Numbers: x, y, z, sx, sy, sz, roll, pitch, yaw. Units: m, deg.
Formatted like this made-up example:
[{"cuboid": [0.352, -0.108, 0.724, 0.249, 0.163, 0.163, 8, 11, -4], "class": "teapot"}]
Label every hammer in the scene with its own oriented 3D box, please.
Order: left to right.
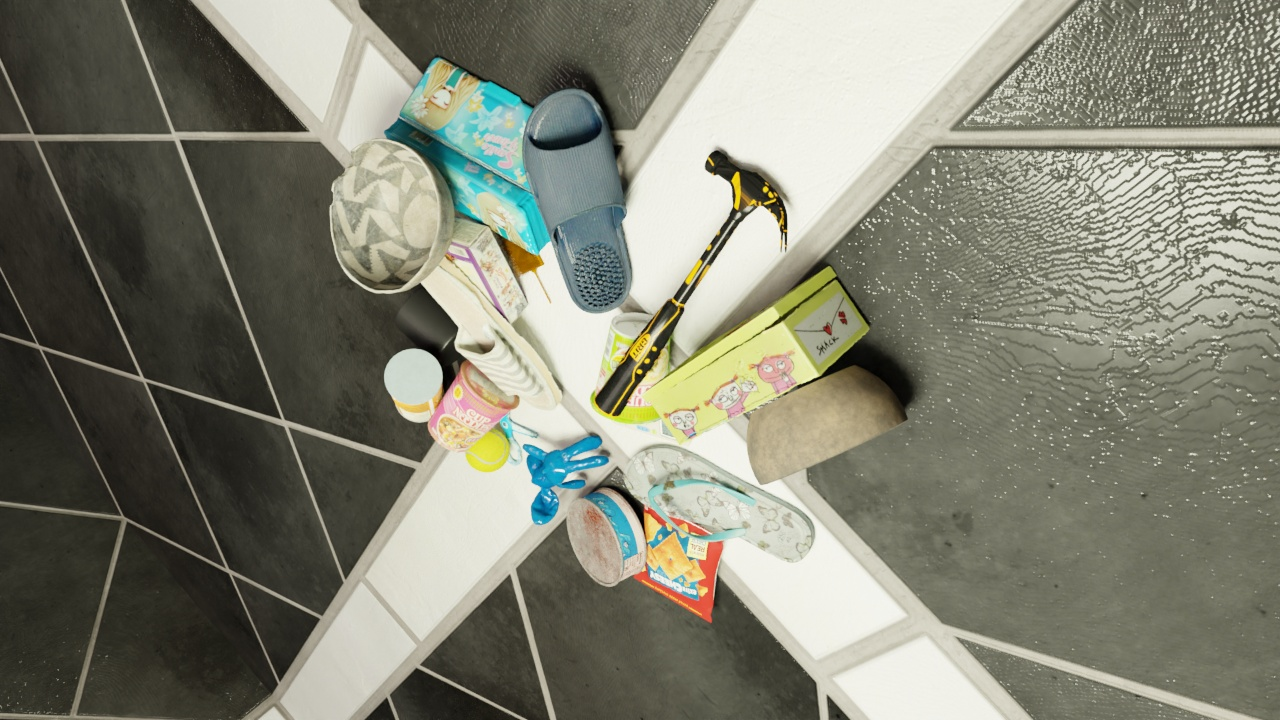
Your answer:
[{"cuboid": [0.042, -0.059, 0.976, 0.123, 0.036, 0.321, 45, 119, 22], "class": "hammer"}]

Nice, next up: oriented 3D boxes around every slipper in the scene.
[{"cuboid": [-0.205, -0.029, 1.205, 0.115, 0.053, 0.272, 1, 134, 55], "class": "slipper"}, {"cuboid": [-0.063, -0.159, 1.004, 0.082, 0.101, 0.264, -112, 9, -59], "class": "slipper"}, {"cuboid": [0.085, 0.177, 1.140, 0.269, 0.054, 0.098, 17, 114, 28], "class": "slipper"}]

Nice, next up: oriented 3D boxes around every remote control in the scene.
[{"cuboid": [0.012, 0.077, 1.166, 0.126, 0.018, 0.038, 15, 125, 32], "class": "remote control"}]

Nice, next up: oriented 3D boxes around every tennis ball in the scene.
[{"cuboid": [-0.225, 0.132, 1.349, 0.065, 0.065, 0.065, 21, 128, 29], "class": "tennis ball"}]

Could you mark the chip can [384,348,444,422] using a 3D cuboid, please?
[{"cuboid": [-0.319, 0.040, 1.308, 0.075, 0.075, 0.215, 52, 165, 1], "class": "chip can"}]

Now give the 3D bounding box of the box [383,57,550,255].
[{"cuboid": [-0.198, -0.238, 1.084, 0.227, 0.085, 0.170, 32, 125, 20], "class": "box"}]

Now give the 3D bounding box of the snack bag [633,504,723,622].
[{"cuboid": [0.051, 0.267, 1.238, 0.131, 0.039, 0.144, 24, 123, 29], "class": "snack bag"}]

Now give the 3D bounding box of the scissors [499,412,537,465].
[{"cuboid": [-0.206, 0.095, 1.364, 0.140, 0.011, 0.134, 30, 135, 23], "class": "scissors"}]

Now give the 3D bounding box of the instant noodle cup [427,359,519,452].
[{"cuboid": [-0.240, 0.069, 1.287, 0.097, 0.097, 0.109, 45, 111, 8], "class": "instant noodle cup"}]

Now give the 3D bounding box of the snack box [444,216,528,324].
[{"cuboid": [-0.233, -0.124, 1.187, 0.143, 0.040, 0.148, 20, 150, 30], "class": "snack box"}]

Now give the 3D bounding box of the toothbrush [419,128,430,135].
[{"cuboid": [-0.273, -0.272, 1.180, 0.022, 0.017, 0.135, 11, 123, 35], "class": "toothbrush"}]

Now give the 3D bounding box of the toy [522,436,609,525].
[{"cuboid": [-0.116, 0.161, 1.285, 0.177, 0.070, 0.112, -33, 68, 44], "class": "toy"}]

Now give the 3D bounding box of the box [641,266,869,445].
[{"cuboid": [0.114, 0.000, 0.959, 0.222, 0.124, 0.083, -31, 93, 49], "class": "box"}]

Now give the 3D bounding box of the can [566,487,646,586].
[{"cuboid": [-0.049, 0.246, 1.280, 0.130, 0.044, 0.130, 28, 127, 44], "class": "can"}]

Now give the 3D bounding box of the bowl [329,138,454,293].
[{"cuboid": [-0.280, -0.168, 1.088, 0.179, 0.081, 0.178, 3, 97, 32], "class": "bowl"}]

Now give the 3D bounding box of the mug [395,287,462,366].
[{"cuboid": [-0.286, -0.041, 1.306, 0.088, 0.078, 0.114, 41, 162, 12], "class": "mug"}]

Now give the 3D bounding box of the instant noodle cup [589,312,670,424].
[{"cuboid": [-0.006, 0.006, 1.088, 0.099, 0.098, 0.108, 24, 122, 27], "class": "instant noodle cup"}]

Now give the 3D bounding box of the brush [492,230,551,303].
[{"cuboid": [-0.149, -0.131, 1.167, 0.048, 0.017, 0.126, -15, 106, 44], "class": "brush"}]

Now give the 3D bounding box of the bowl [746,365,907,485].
[{"cuboid": [0.179, 0.061, 0.922, 0.163, 0.161, 0.070, -33, 78, 46], "class": "bowl"}]
